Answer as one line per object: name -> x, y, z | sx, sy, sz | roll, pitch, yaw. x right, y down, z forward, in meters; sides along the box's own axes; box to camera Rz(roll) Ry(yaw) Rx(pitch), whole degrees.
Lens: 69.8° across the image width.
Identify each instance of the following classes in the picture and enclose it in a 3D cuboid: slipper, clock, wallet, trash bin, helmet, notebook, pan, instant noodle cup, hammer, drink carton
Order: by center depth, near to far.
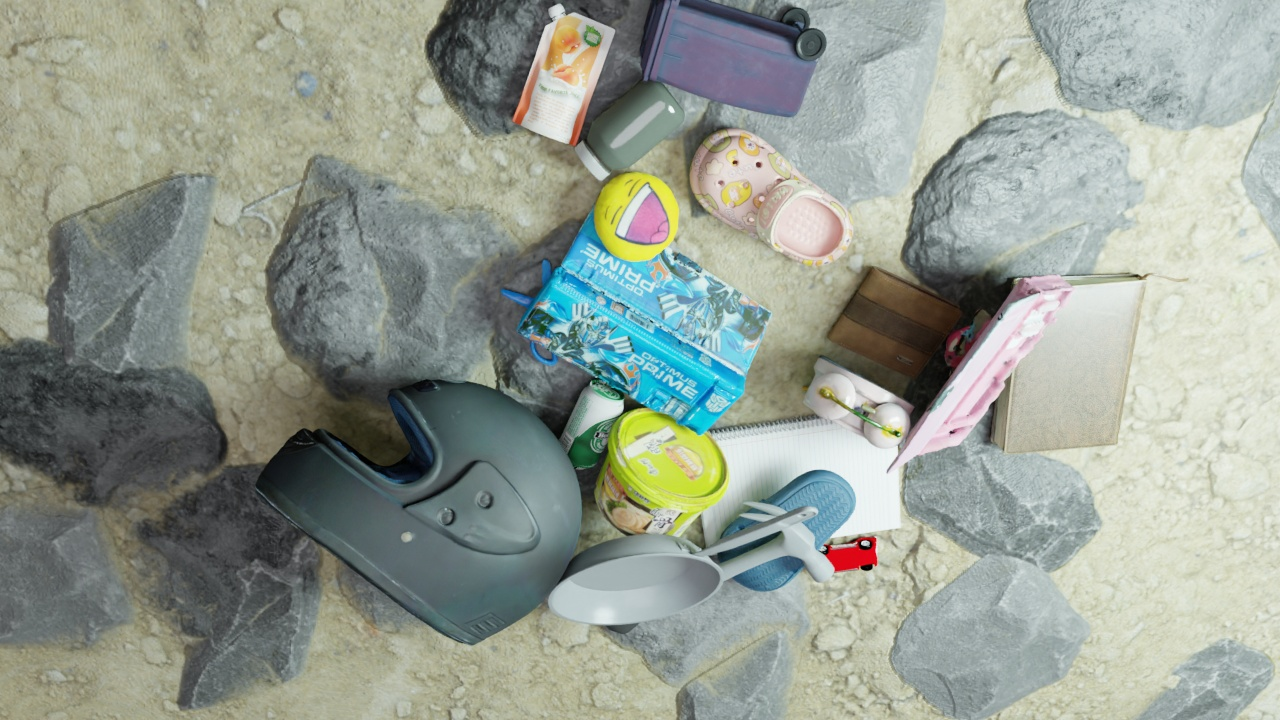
trash bin -> 0.083, -0.302, 0.882 | 0.161, 0.093, 0.092 | 13, 121, -9
drink carton -> -0.077, -0.286, 0.918 | 0.069, 0.039, 0.122 | 19, 105, -11
slipper -> 0.139, -0.158, 0.952 | 0.197, 0.081, 0.093 | 32, 110, -17
helmet -> -0.208, 0.135, 0.984 | 0.316, 0.249, 0.235 | 40, 77, -13
clock -> 0.236, 0.047, 0.999 | 0.117, 0.158, 0.059 | 28, 97, 2
pan -> 0.047, 0.216, 1.003 | 0.200, 0.050, 0.358 | 23, 134, -38
wallet -> 0.288, -0.042, 1.038 | 0.121, 0.026, 0.099 | 23, 113, -13
instant noodle cup -> 0.018, 0.134, 1.044 | 0.146, 0.146, 0.098 | 21, 127, -11
notebook -> 0.512, 0.002, 1.058 | 0.190, 0.034, 0.216 | -4, 113, 0
slipper -> 0.172, 0.200, 1.110 | 0.104, 0.059, 0.214 | 35, 122, -6
notebook -> 0.193, 0.149, 1.123 | 0.245, 0.013, 0.178 | -9, 115, 2
hammer -> 0.073, 0.267, 1.123 | 0.312, 0.029, 0.125 | -31, 106, 27

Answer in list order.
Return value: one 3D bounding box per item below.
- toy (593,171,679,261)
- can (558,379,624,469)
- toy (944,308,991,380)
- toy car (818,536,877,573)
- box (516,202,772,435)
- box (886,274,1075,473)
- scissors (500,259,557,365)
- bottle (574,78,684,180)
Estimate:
toy -> -0.004, -0.151, 0.963 | 0.094, 0.041, 0.095 | 35, 83, -17
can -> -0.058, 0.076, 1.060 | 0.053, 0.053, 0.101 | 22, 111, -11
toy -> 0.366, -0.012, 1.040 | 0.065, 0.050, 0.102 | -41, 144, -11
toy car -> 0.258, 0.247, 1.161 | 0.089, 0.025, 0.038 | -8, 113, 2
box -> 0.011, -0.036, 0.992 | 0.243, 0.071, 0.170 | 30, 100, -13
box -> 0.352, 0.013, 0.976 | 0.178, 0.039, 0.233 | -11, 138, -46
scissors -> -0.092, -0.053, 1.025 | 0.127, 0.015, 0.125 | -7, 115, -3
bottle -> -0.012, -0.233, 0.925 | 0.108, 0.060, 0.060 | -37, 110, 13
